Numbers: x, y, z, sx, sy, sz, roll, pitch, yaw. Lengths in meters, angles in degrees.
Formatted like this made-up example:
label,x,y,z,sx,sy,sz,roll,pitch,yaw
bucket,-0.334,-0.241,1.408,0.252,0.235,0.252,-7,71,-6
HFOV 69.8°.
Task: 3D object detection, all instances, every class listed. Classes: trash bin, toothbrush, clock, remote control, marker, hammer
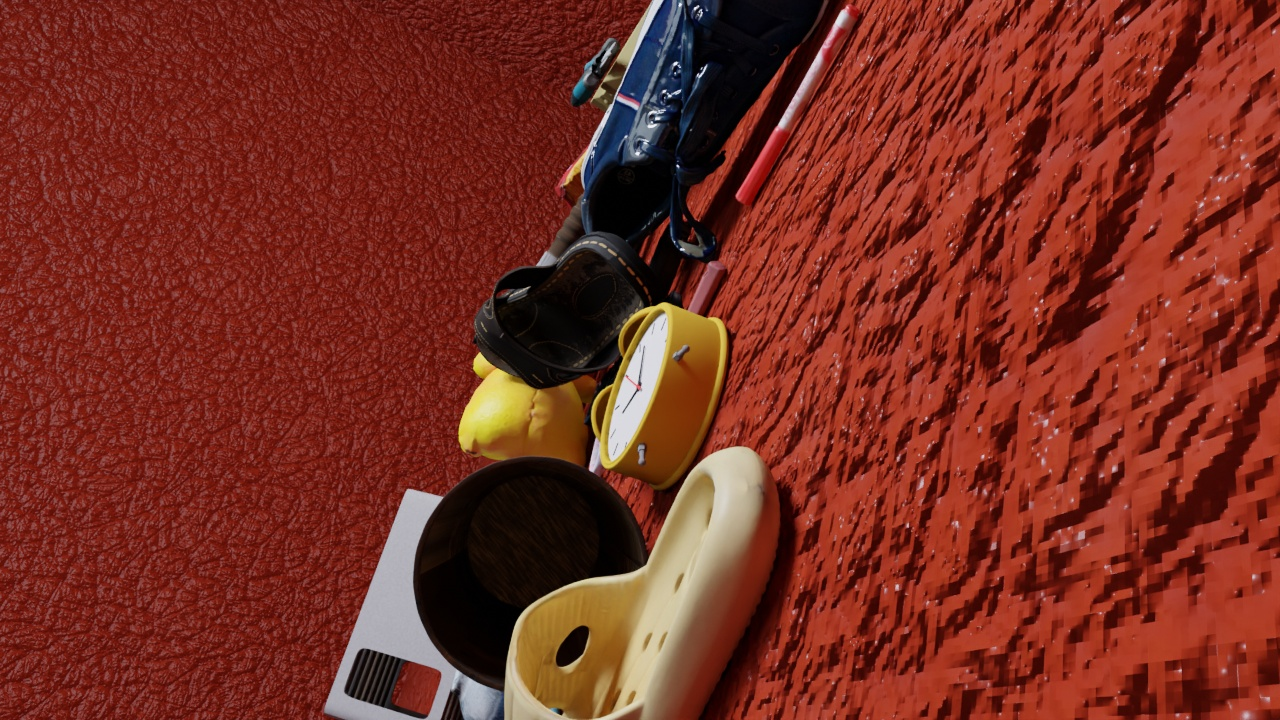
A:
label,x,y,z,sx,sy,sz,roll,pitch,yaw
trash bin,-0.207,0.266,0.942,0.114,0.114,0.228,69,-145,-64
toothbrush,0.015,0.009,0.664,0.016,0.016,0.190,-86,19,-59
clock,0.009,0.019,0.586,0.152,0.052,0.113,-145,75,-76
remote control,-0.004,0.004,0.725,0.151,0.022,0.047,-50,17,51
marker,0.096,-0.155,0.572,0.012,0.013,0.143,-81,15,-48
hammer,-0.041,-0.159,0.875,0.325,0.100,0.190,-58,11,4

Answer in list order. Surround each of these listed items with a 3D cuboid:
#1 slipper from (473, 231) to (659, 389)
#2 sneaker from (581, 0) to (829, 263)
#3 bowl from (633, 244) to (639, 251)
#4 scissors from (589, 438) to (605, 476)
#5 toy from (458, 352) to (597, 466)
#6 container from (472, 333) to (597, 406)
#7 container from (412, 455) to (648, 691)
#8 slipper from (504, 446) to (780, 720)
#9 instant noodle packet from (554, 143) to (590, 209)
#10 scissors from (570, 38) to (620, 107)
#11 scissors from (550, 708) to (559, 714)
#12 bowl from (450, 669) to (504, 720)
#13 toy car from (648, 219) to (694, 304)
label,x,y,z,sx,sy,sz,roll,pitch,yaw
slipper,-0.077,-0.027,0.760,0.075,0.113,0.269,-48,12,-31
sneaker,0.038,-0.173,0.643,0.296,0.120,0.127,-50,22,44
bowl,-0.026,-0.159,1.108,0.152,0.050,0.152,-161,91,-80
scissors,-0.028,0.043,0.832,0.178,0.016,0.103,-103,37,-71
toy,-0.101,0.021,0.922,0.088,0.134,0.193,117,163,-45
container,-0.123,-0.011,1.114,0.148,0.127,0.201,-70,20,0
container,-0.070,0.127,0.598,0.167,0.132,0.132,143,147,-82
slipper,-0.020,0.145,0.423,0.111,0.079,0.262,-95,27,-60
instant noodle packet,-0.026,-0.198,0.987,0.040,0.098,0.135,16,65,51
scissors,-0.038,-0.262,0.817,0.128,0.019,0.141,-49,17,38
scissors,-0.065,0.249,0.633,0.134,0.015,0.135,-179,104,-78
bowl,-0.124,0.266,0.776,0.114,0.060,0.114,-162,91,-79
toy car,0.016,-0.073,0.756,0.040,0.037,0.092,-135,66,-79
